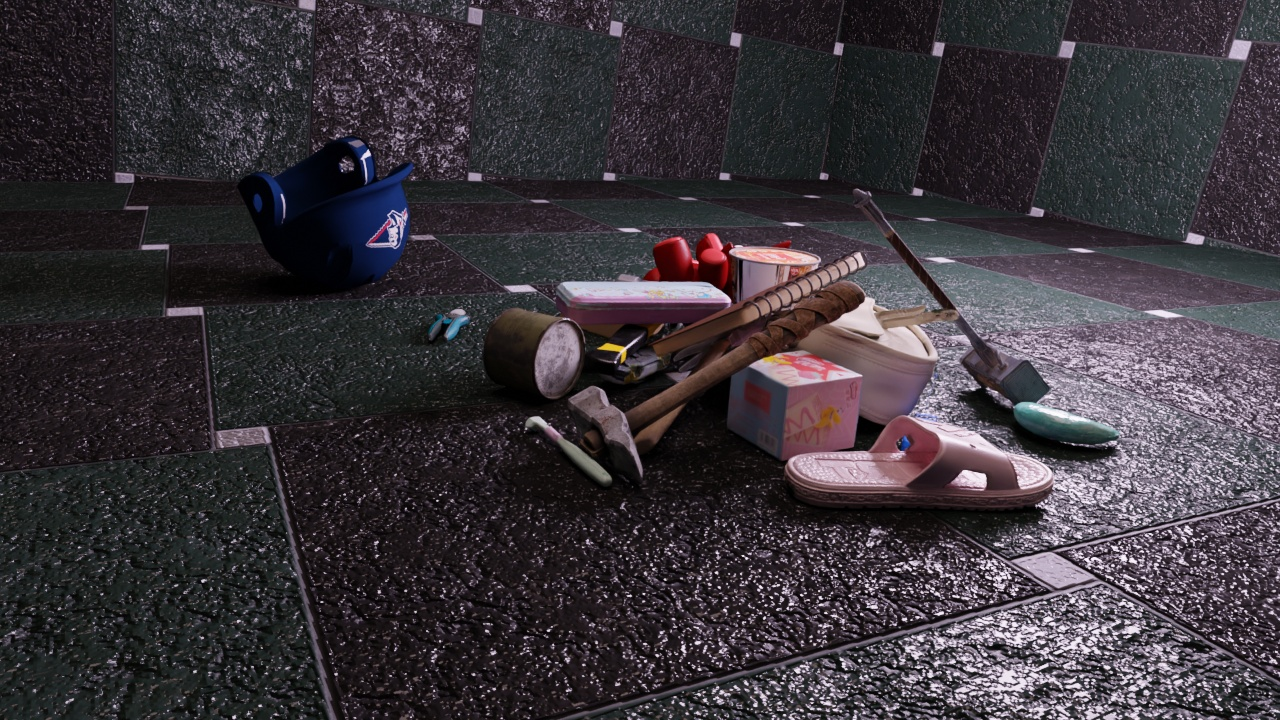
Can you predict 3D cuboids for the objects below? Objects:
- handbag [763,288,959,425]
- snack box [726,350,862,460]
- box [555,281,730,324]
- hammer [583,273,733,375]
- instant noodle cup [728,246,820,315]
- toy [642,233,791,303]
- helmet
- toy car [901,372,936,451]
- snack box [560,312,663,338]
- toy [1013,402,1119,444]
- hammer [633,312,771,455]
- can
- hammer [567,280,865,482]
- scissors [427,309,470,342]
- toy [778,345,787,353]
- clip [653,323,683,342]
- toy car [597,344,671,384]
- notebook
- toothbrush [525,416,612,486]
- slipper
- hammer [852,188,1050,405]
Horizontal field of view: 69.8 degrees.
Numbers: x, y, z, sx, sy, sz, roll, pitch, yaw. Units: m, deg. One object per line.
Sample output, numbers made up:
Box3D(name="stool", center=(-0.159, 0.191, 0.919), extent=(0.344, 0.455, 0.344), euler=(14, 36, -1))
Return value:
Box3D(name="handbag", center=(0.250, -0.037, 1.040), extent=(0.184, 0.132, 0.228), euler=(28, 17, 15))
Box3D(name="snack box", center=(0.152, 0.042, 0.913), extent=(0.094, 0.079, 0.093), euler=(-6, 19, -28))
Box3D(name="box", center=(0.005, -0.072, 1.120), extent=(0.214, 0.033, 0.076), euler=(-2, 25, -23))
Box3D(name="hammer", center=(0.008, -0.043, 1.131), extent=(0.170, 0.034, 0.323), euler=(13, 22, 14))
Box3D(name="instant noodle cup", center=(0.178, -0.085, 1.261), extent=(0.123, 0.122, 0.123), euler=(3, 17, -1))
Box3D(name="toy", center=(0.109, -0.129, 1.368), extent=(0.197, 0.120, 0.159), euler=(-13, -22, -16))
Box3D(name="helmet", center=(-0.456, -0.224, 1.409), extent=(0.273, 0.223, 0.231), euler=(-21, 16, 36))
Box3D(name="toy car", center=(0.289, 0.054, 0.929), extent=(0.033, 0.062, 0.091), euler=(10, 18, 21))
Box3D(name="snack box", center=(-0.038, -0.066, 1.298), extent=(0.126, 0.040, 0.088), euler=(18, 22, 39))
Box3D(name="toy", center=(0.444, 0.068, 0.972), extent=(0.085, 0.033, 0.105), euler=(3, 12, -44))
Box3D(name="hammer", center=(0.057, 0.027, 0.997), extent=(0.120, 0.031, 0.330), euler=(-22, 13, 27))
Box3D(name="can", center=(-0.117, -0.008, 1.009), extent=(0.075, 0.090, 0.089), euler=(13, 20, 31))
Box3D(name="hammer", center=(0.084, 0.005, 0.869), extent=(0.318, 0.049, 0.121), euler=(-30, 32, -18))
Box3D(name="scissors", center=(-0.265, -0.050, 1.241), extent=(0.137, 0.019, 0.136), euler=(-11, 23, -37))
Box3D(name="toy", center=(0.147, 0.005, 1.091), extent=(0.108, 0.053, 0.105), euler=(-12, 11, -35))
Box3D(name="clip", center=(0.038, -0.035, 1.243), extent=(0.044, 0.023, 0.076), euler=(9, 20, 13))
Box3D(name="toy car", center=(-0.006, 0.006, 1.078), extent=(0.048, 0.033, 0.105), euler=(17, 23, 31))
Box3D(name="notebook", center=(0.137, -0.064, 1.038), extent=(0.224, 0.024, 0.168), euler=(-26, 3, -39))
Box3D(name="toothbrush", center=(-0.067, 0.083, 0.849), extent=(0.022, 0.015, 0.155), euler=(-10, 22, -29))
Box3D(name="slipper", center=(0.246, 0.087, 0.814), extent=(0.239, 0.064, 0.094), euler=(-1, 17, -8))
Box3D(name="hammer", center=(0.337, -0.074, 1.034), extent=(0.322, 0.044, 0.098), euler=(45, 5, -19))
